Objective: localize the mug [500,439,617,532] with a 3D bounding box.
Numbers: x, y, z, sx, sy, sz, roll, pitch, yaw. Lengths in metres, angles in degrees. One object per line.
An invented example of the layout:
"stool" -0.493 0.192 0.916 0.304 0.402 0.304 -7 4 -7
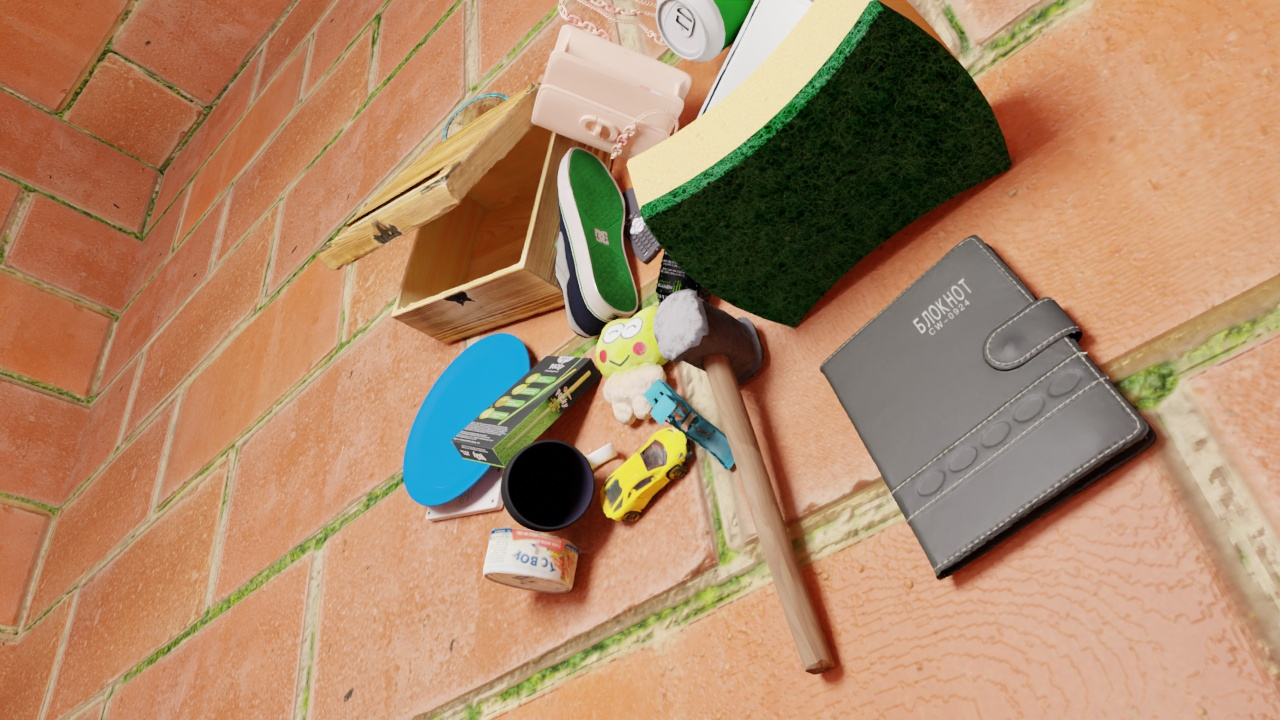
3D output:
"mug" -0.079 0.115 0.888 0.118 0.085 0.100 -28 -4 -17

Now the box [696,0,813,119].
"box" 0.103 -0.270 0.895 0.211 0.084 0.185 -60 38 36

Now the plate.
"plate" -0.201 0.071 1.084 0.225 0.024 0.223 -29 43 31

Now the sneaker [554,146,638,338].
"sneaker" -0.065 -0.132 1.016 0.079 0.084 0.235 -36 52 38

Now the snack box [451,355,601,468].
"snack box" -0.118 0.050 0.954 0.080 0.025 0.147 3 39 49

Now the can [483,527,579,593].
"can" -0.103 0.188 0.860 0.086 0.086 0.043 -14 57 43

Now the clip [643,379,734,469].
"clip" 0.046 0.056 0.801 0.033 0.119 0.121 -56 -6 4

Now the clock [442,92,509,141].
"clock" -0.194 -0.312 1.285 0.158 0.073 0.121 -6 58 24

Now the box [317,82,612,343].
"box" -0.209 -0.199 1.122 0.280 0.220 0.258 -15 55 44

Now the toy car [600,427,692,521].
"toy car" 0.004 0.103 0.841 0.107 0.030 0.049 -46 40 16

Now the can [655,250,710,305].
"can" 0.051 -0.116 0.881 0.054 0.053 0.138 20 100 51

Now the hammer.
"hammer" 0.087 0.083 0.727 0.052 0.098 0.327 -37 50 29

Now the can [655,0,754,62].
"can" 0.088 -0.384 0.971 0.139 0.088 0.088 -43 32 -23

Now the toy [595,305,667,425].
"toy" -0.005 0.005 0.901 0.092 0.046 0.115 -17 63 34

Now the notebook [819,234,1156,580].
"notebook" 0.229 0.023 0.646 0.170 0.029 0.208 -43 43 21

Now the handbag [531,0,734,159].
"handbag" -0.012 -0.318 1.035 0.117 0.198 0.186 119 168 -53

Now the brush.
"brush" 0.137 -0.153 0.719 0.251 0.195 0.075 -38 43 26

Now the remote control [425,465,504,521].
"remote control" -0.198 0.152 1.048 0.136 0.011 0.050 -17 55 41

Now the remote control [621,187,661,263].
"remote control" -0.004 -0.154 1.026 0.046 0.009 0.124 -48 40 15
